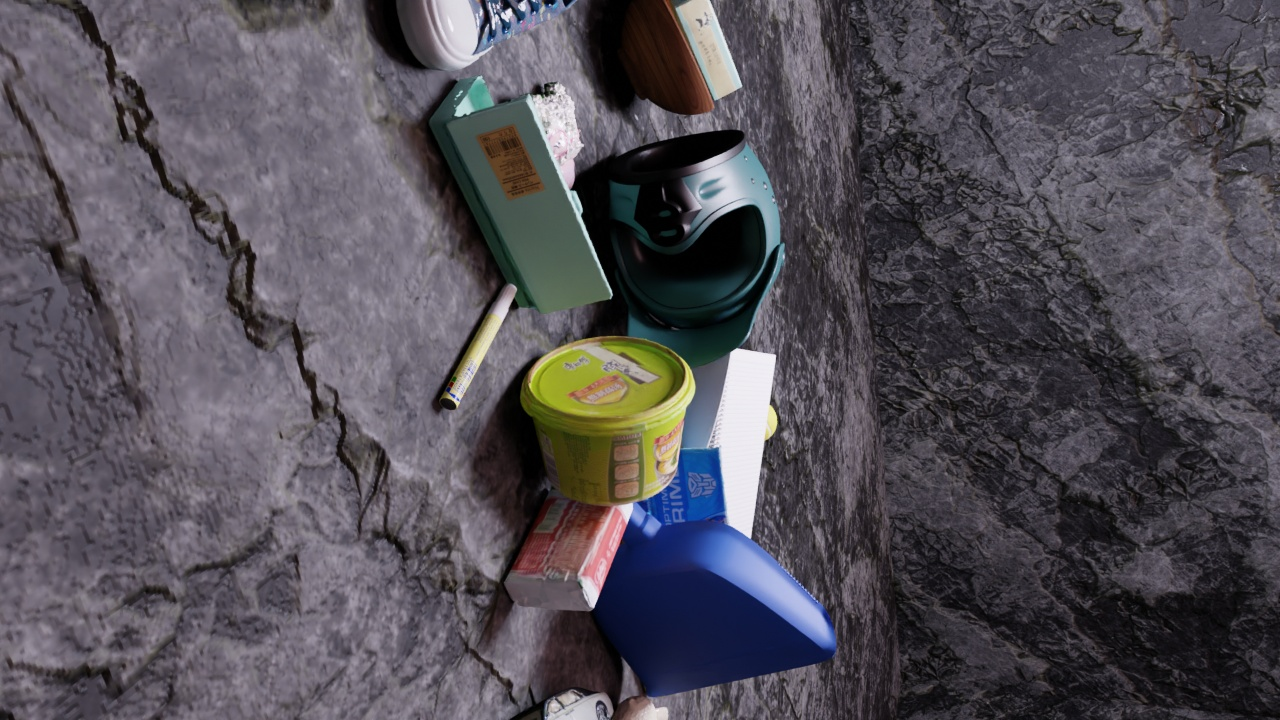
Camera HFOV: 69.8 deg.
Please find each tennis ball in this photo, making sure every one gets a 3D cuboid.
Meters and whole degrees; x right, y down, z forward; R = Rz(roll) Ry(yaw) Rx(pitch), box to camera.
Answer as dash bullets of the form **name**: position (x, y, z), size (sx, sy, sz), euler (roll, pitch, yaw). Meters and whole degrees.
- **tennis ball**: position (0.171, 0.091, 1.371), size (0.065, 0.065, 0.065), euler (-1, 90, -68)

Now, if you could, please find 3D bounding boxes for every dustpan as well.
- **dustpan**: position (0.013, 0.196, 0.857), size (0.257, 0.246, 0.059), euler (47, 42, -15)

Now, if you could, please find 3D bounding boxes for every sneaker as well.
- **sneaker**: position (-0.101, -0.287, 0.699), size (0.234, 0.079, 0.087), euler (-59, 142, -54)

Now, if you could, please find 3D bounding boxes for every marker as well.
- **marker**: position (-0.123, -0.014, 0.710), size (0.132, 0.014, 0.014), euler (-70, 150, -43)

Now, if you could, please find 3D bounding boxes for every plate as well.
- **plate**: position (0.064, 0.028, 1.071), size (0.229, 0.030, 0.229), euler (-169, -87, -85)

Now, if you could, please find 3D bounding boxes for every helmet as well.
- **helmet**: position (0.053, -0.110, 0.924), size (0.274, 0.177, 0.200), euler (-65, 146, -65)

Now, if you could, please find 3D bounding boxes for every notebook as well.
- **notebook**: position (0.120, 0.110, 1.131), size (0.177, 0.013, 0.245), euler (6, 92, -63)

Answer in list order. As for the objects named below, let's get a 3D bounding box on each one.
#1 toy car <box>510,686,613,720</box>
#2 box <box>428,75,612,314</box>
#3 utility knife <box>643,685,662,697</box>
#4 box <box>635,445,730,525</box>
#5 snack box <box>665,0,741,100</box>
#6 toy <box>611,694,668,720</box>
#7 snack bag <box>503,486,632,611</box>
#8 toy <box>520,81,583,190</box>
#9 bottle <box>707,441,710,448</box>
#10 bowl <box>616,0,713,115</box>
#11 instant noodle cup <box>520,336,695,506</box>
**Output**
- **toy car**: position (-0.071, 0.313, 0.746), size (0.071, 0.094, 0.191), euler (62, 18, 16)
- **box**: position (-0.080, -0.128, 0.722), size (0.076, 0.093, 0.188), euler (-69, 149, -42)
- **utility knife**: position (0.001, 0.297, 0.981), size (0.020, 0.029, 0.173), euler (-68, 147, -56)
- **box**: position (0.056, 0.194, 1.007), size (0.093, 0.115, 0.243), euler (-38, 123, -62)
- **snack box**: position (0.047, -0.408, 1.037), size (0.141, 0.044, 0.193), euler (52, 15, -55)
- **toy**: position (-0.007, 0.382, 0.921), size (0.112, 0.050, 0.087), euler (8, 86, -54)
- **snack bag**: position (-0.059, 0.155, 0.773), size (0.115, 0.077, 0.036), euler (-65, 144, -48)
- **toy**: position (-0.075, -0.189, 0.816), size (0.095, 0.041, 0.109), euler (-57, 146, -57)
- **bottle**: position (0.098, 0.121, 1.182), size (0.068, 0.068, 0.209), euler (67, 35, -42)
- **bowl**: position (0.016, -0.323, 0.991), size (0.147, 0.069, 0.147), euler (61, 8, -16)
- **instant noodle cup**: position (-0.026, 0.053, 0.788), size (0.145, 0.146, 0.098), euler (-57, 150, -55)
